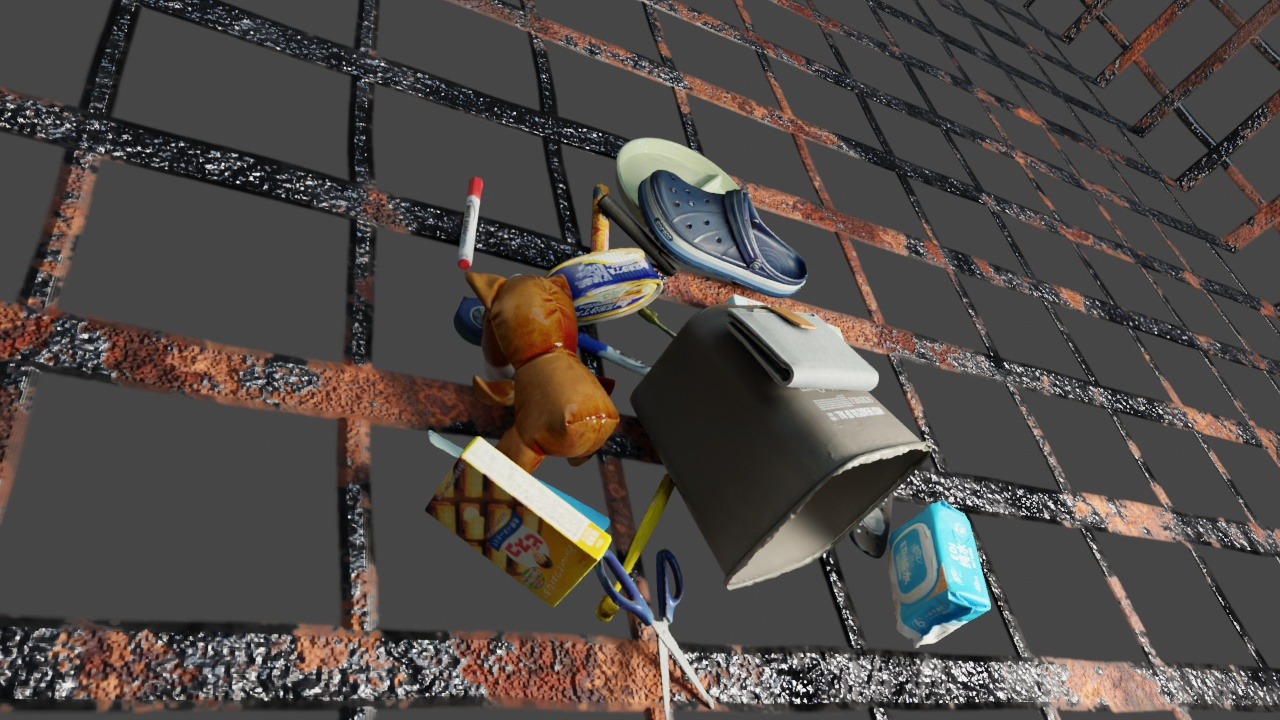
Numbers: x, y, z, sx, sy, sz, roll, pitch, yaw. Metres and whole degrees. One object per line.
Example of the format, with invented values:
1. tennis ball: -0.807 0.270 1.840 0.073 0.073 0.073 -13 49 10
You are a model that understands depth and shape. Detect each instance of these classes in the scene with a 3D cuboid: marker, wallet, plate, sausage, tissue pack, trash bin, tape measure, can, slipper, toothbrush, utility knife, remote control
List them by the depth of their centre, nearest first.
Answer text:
1. utility knife: -0.110 0.111 0.827 0.185 0.018 0.034 31 25 -7
2. wallet: 0.149 -0.015 0.843 0.129 0.037 0.106 3 38 -42
3. toothbrush: 0.001 0.168 0.857 0.015 0.017 0.189 37 40 -4
4. trash bin: 0.126 0.072 0.906 0.198 0.199 0.219 -1 48 -48
5. tape measure: -0.161 -0.038 0.924 0.054 0.025 0.058 0 49 -34
6. tissue pack: 0.311 0.226 0.976 0.063 0.090 0.139 23 42 -17
7. marker: -0.006 0.006 1.004 0.145 0.017 0.016 25 42 -16
8. can: -0.041 -0.081 1.016 0.147 0.075 0.049 -15 66 -44
9. marker: -0.189 -0.154 1.018 0.017 0.017 0.145 19 43 -22
10. remote control: 0.259 0.171 1.041 0.053 0.024 0.136 35 41 -7
11. toothbrush: 0.073 -0.006 1.079 0.186 0.012 0.017 37 29 -1
12. sausage: -0.050 -0.168 1.131 0.021 0.022 0.164 20 43 -21
13. marker: -0.002 -0.154 1.135 0.132 0.022 0.020 44 69 -12
14. slipper: 0.114 -0.162 1.155 0.252 0.095 0.104 27 40 -19
15. plate: 0.064 -0.217 1.258 0.230 0.028 0.229 21 42 -20

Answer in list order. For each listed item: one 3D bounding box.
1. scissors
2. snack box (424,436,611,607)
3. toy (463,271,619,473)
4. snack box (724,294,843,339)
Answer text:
1. scissors: 0.016 0.224 0.794 0.176 0.012 0.162 52 25 -12
2. snack box: -0.102 0.134 0.757 0.140 0.087 0.033 37 39 -3
3. toy: -0.097 0.005 0.861 0.140 0.131 0.199 -1 69 -51
4. snack box: 0.177 -0.020 1.137 0.174 0.052 0.074 15 46 -26
